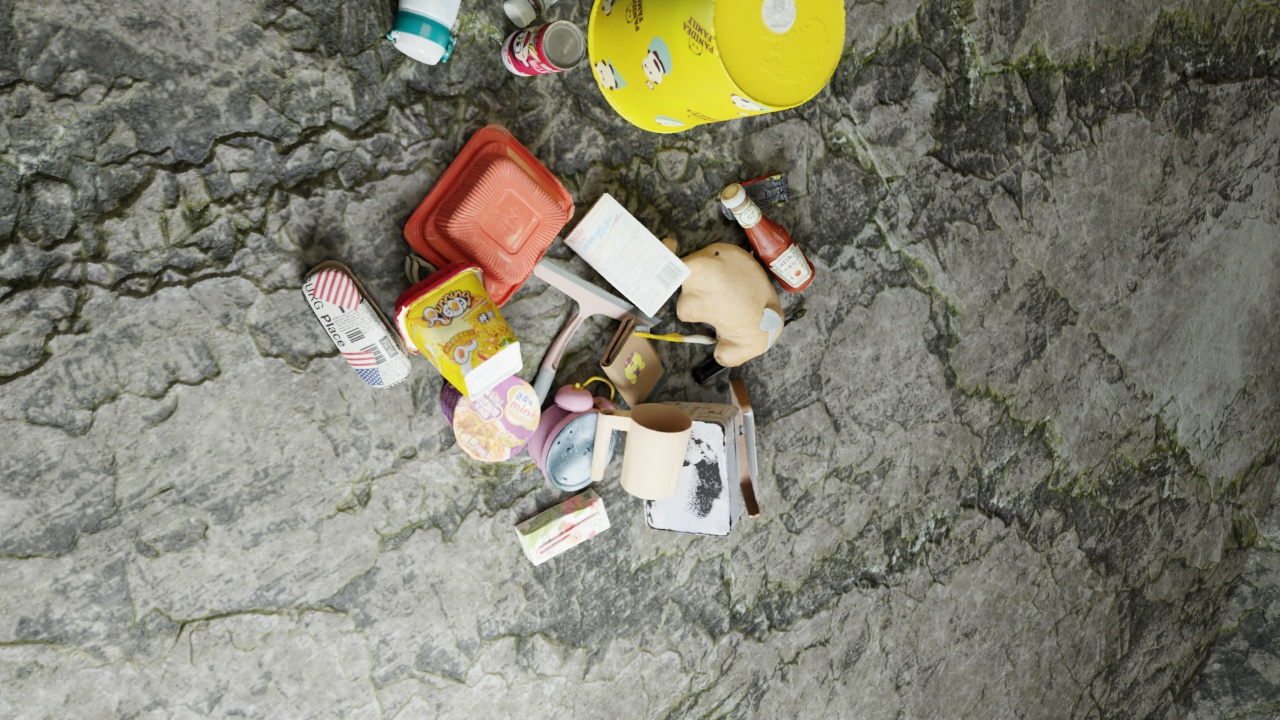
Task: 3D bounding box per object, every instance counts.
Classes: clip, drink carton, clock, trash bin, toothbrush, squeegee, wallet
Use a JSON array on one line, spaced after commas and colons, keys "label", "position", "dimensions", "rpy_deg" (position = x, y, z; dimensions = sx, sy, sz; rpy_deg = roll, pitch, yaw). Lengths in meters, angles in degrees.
[{"label": "clip", "position": [-0.253, -0.087, 1.119], "dimensions": [0.061, 0.034, 0.097], "rpy_deg": [-37, 122, -18]}, {"label": "drink carton", "position": [-0.107, 0.231, 1.271], "dimensions": [0.122, 0.045, 0.053], "rpy_deg": [-24, 114, -22]}, {"label": "clock", "position": [-0.084, 0.093, 1.225], "dimensions": [0.117, 0.060, 0.158], "rpy_deg": [28, 94, -49]}, {"label": "trash bin", "position": [0.093, -0.393, 1.108], "dimensions": [0.229, 0.255, 0.230], "rpy_deg": [-7, 106, -27]}, {"label": "toothbrush", "position": [0.051, -0.036, 1.277], "dimensions": [0.191, 0.016, 0.018], "rpy_deg": [3, 89, -52]}, {"label": "squeegee", "position": [-0.116, 0.010, 1.215], "dimensions": [0.247, 0.040, 0.249], "rpy_deg": [25, 96, -50]}, {"label": "wallet", "position": [-0.007, 0.007, 1.253], "dimensions": [0.090, 0.033, 0.115], "rpy_deg": [-60, 140, -25]}, {"label": "toothbrush", "position": [0.168, -0.026, 1.373], "dimensions": [0.212, 0.027, 0.026], "rpy_deg": [-31, 80, -20]}]

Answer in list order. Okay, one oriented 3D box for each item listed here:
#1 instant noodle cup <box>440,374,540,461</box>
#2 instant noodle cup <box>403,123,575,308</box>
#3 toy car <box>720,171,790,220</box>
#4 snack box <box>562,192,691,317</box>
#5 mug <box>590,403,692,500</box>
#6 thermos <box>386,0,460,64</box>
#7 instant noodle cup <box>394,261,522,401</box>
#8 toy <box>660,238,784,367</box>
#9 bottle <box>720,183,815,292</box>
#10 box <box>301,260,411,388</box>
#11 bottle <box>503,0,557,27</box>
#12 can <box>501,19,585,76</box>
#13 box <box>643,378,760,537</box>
[{"label": "instant noodle cup", "position": [-0.196, 0.058, 1.147], "dimensions": [0.111, 0.099, 0.112], "rpy_deg": [-9, 108, -29]}, {"label": "instant noodle cup", "position": [-0.171, -0.172, 1.117], "dimensions": [0.164, 0.079, 0.188], "rpy_deg": [39, 80, -31]}, {"label": "toy car", "position": [0.163, -0.236, 1.316], "dimensions": [0.106, 0.031, 0.049], "rpy_deg": [-22, 116, -11]}, {"label": "snack box", "position": [-0.017, -0.138, 1.210], "dimensions": [0.157, 0.027, 0.085], "rpy_deg": [41, 93, -15]}, {"label": "mug", "position": [-0.001, 0.118, 1.211], "dimensions": [0.124, 0.084, 0.104], "rpy_deg": [6, 113, -8]}, {"label": "thermos", "position": [-0.220, -0.448, 1.028], "dimensions": [0.073, 0.073, 0.224], "rpy_deg": [14, 95, -31]}, {"label": "instant noodle cup", "position": [-0.204, -0.030, 1.060], "dimensions": [0.116, 0.116, 0.123], "rpy_deg": [-35, 72, -18]}, {"label": "toy", "position": [0.112, -0.101, 1.292], "dimensions": [0.226, 0.083, 0.143], "rpy_deg": [48, 71, -18]}, {"label": "bottle", "position": [0.181, -0.175, 1.309], "dimensions": [0.059, 0.060, 0.206], "rpy_deg": [-54, 130, -8]}, {"label": "box", "position": [-0.328, -0.035, 1.061], "dimensions": [0.074, 0.081, 0.163], "rpy_deg": [-35, 119, -12]}, {"label": "bottle", "position": [-0.084, -0.478, 1.111], "dimensions": [0.194, 0.044, 0.080], "rpy_deg": [-45, 111, -11]}, {"label": "can", "position": [-0.116, -0.362, 1.069], "dimensions": [0.053, 0.133, 0.053], "rpy_deg": [-8, 106, -28]}, {"label": "box", "position": [0.105, 0.132, 1.338], "dimensions": [0.191, 0.156, 0.183], "rpy_deg": [-39, 128, -64]}]
